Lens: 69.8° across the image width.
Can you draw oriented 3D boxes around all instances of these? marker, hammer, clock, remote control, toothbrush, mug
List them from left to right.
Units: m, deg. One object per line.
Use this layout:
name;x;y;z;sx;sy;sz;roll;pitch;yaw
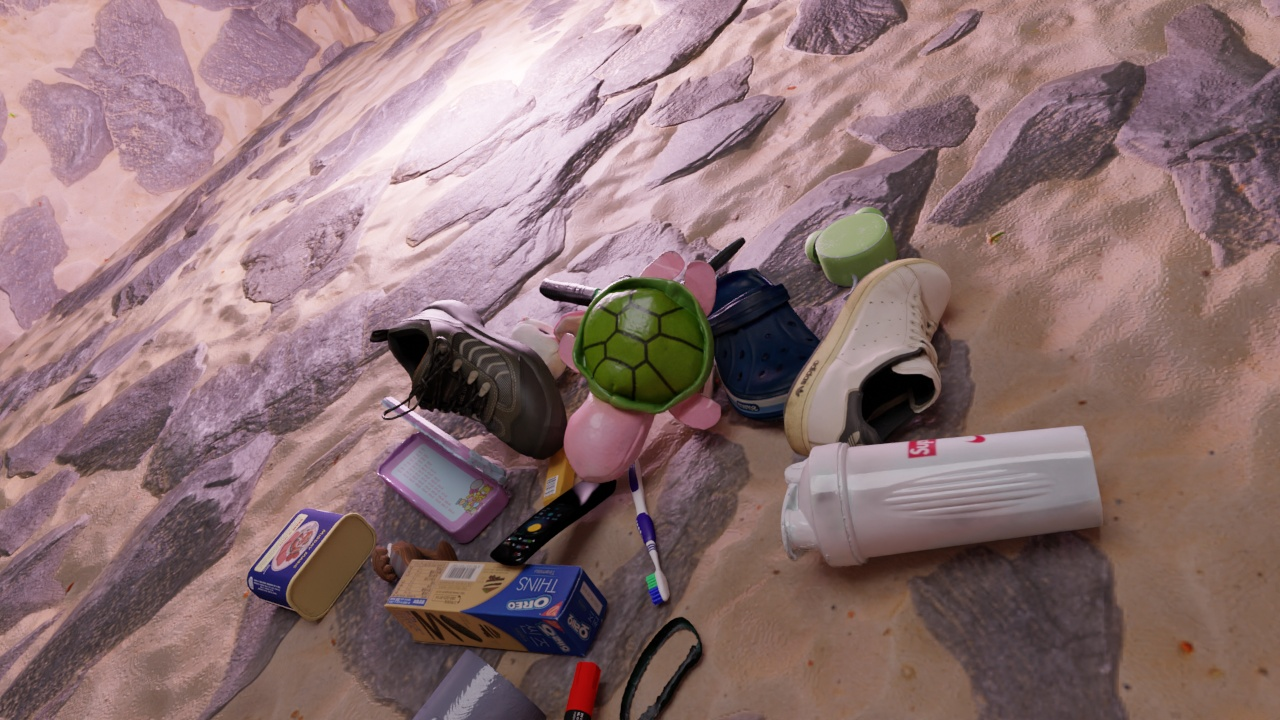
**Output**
mug;-0.145;0.295;0.728;0.103;0.084;0.124;-50;15;-23
remote control;-0.077;0.148;0.855;0.041;0.020;0.151;0;20;36
marker;-0.053;0.294;0.683;0.024;0.021;0.144;-55;14;40
hammer;-0.043;-0.072;1.098;0.319;0.130;0.032;16;83;59
toothbrush;0.004;0.151;0.844;0.016;0.015;0.186;-29;33;9
clock;0.233;-0.124;0.999;0.094;0.042;0.119;-26;34;4

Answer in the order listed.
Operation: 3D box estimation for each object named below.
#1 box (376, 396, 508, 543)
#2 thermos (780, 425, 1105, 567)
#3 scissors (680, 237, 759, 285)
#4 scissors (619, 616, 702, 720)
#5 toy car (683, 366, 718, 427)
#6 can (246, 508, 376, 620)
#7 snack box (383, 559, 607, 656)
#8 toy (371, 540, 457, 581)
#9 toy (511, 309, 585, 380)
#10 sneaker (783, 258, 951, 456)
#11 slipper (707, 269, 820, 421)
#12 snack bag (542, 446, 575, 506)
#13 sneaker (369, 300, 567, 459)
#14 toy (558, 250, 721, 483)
box;-0.234;0.108;1.008;0.089;0.092;0.214;-44;36;-20
thermos;0.219;0.100;0.687;0.221;0.099;0.099;-10;39;20
scissors;0.080;-0.097;1.089;0.156;0.019;0.124;-7;46;41
scissors;0.025;0.279;0.661;0.202;0.015;0.201;0;45;40
toy car;0.062;0.018;0.954;0.039;0.039;0.112;2;41;9
can;-0.359;0.217;0.997;0.092;0.056;0.116;0;45;39
snack box;-0.133;0.220;0.821;0.207;0.056;0.057;-6;39;32
toy;-0.235;0.204;0.935;0.054;0.041;0.102;-29;18;-39
toy;-0.134;-0.002;1.080;0.194;0.084;0.159;-34;6;-2
sneaker;0.225;-0.006;0.802;0.102;0.089;0.240;7;48;50
slipper;0.112;-0.032;0.929;0.105;0.095;0.252;-26;31;2
snack bag;-0.083;0.120;0.944;0.026;0.020;0.099;-25;33;22
sneaker;-0.190;0.020;0.952;0.238;0.101;0.142;39;31;27
toy;-0.005;0.005;0.890;0.190;0.087;0.238;27;91;20
